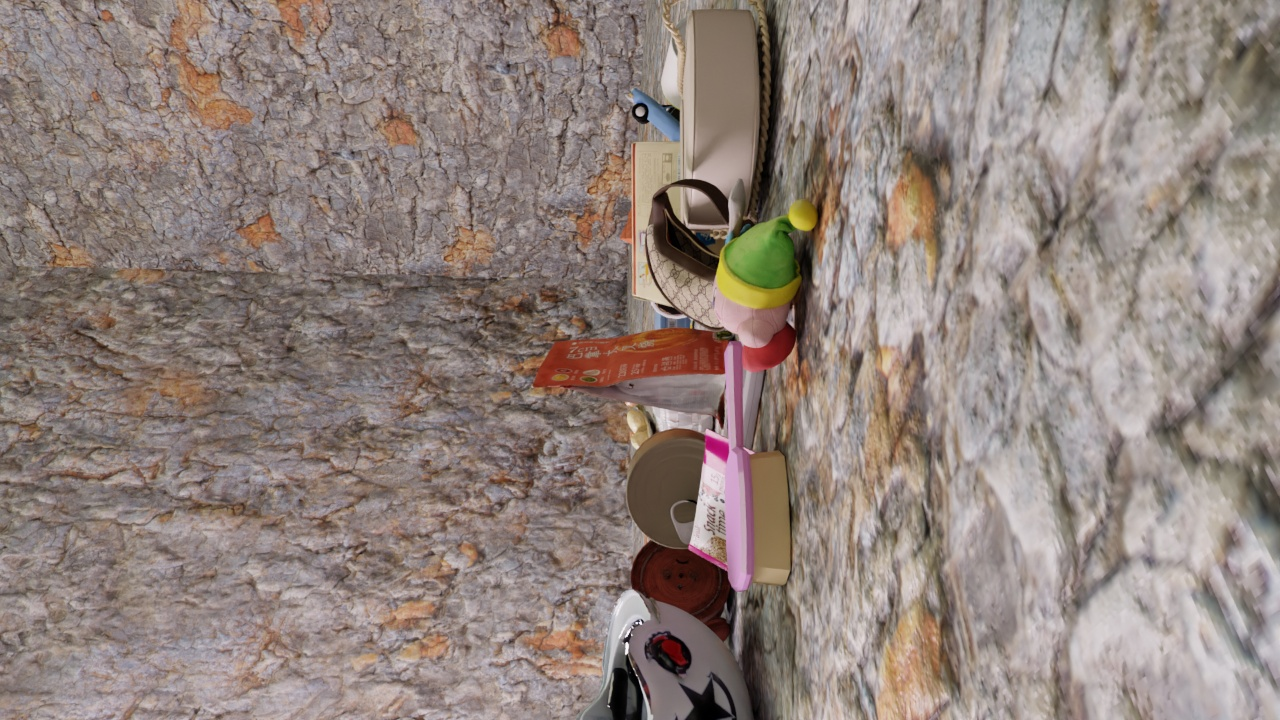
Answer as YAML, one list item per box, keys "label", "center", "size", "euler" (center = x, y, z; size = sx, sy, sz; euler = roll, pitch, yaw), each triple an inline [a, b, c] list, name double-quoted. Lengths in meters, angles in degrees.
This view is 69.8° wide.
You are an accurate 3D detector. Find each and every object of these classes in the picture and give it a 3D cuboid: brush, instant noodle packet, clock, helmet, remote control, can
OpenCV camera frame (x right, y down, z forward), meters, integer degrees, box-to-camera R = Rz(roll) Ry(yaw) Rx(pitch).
- label: "brush"
  center: [0.103, 0.092, 0.836]
  size: [0.089, 0.043, 0.228]
  euler: [102, 169, -72]
- label: "instant noodle packet"
  center: [-0.006, 0.006, 1.086]
  size: [0.164, 0.221, 0.084]
  euler: [-78, -8, -69]
- label: "clock"
  center: [0.047, 0.284, 1.089]
  size: [0.072, 0.120, 0.157]
  euler: [82, -167, -53]
- label: "helmet"
  center: [0.032, 0.372, 0.929]
  size: [0.263, 0.163, 0.237]
  euler: [-90, 17, -46]
- label: "remote control"
  center: [0.108, 0.042, 0.966]
  size: [0.074, 0.019, 0.151]
  euler: [-93, 6, -52]
- label: "can"
  center: [0.046, 0.145, 1.061]
  size: [0.073, 0.128, 0.128]
  euler: [-102, 13, -84]

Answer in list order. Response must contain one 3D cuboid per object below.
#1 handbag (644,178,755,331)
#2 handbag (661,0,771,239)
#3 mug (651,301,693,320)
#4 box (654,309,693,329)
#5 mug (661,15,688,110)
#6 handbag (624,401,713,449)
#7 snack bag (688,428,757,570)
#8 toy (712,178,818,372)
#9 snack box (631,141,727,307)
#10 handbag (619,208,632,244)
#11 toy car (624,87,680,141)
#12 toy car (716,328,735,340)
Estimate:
- label: "handbag"
  center: [0.064, -0.105, 0.887]
  size: [0.166, 0.063, 0.138]
  euler: [37, 148, 49]
- label: "handbag"
  center: [0.073, -0.250, 0.955]
  size: [0.209, 0.103, 0.210]
  euler: [89, -179, -63]
- label: "mug"
  center: [0.062, -0.110, 1.371]
  size: [0.105, 0.074, 0.089]
  euler: [51, -150, -36]
- label: "box"
  center: [0.067, -0.126, 1.495]
  size: [0.120, 0.049, 0.209]
  euler: [-5, -83, -59]
- label: "mug"
  center: [0.073, -0.374, 1.161]
  size: [0.106, 0.082, 0.082]
  euler: [113, 157, -77]
- label: "handbag"
  center: [0.038, 0.065, 1.261]
  size: [0.112, 0.123, 0.172]
  euler: [-80, -13, -71]
- label: "snack bag"
  center: [0.087, 0.153, 0.951]
  size: [0.016, 0.070, 0.197]
  euler: [-43, -29, -39]
- label: "toy"
  center: [0.104, -0.076, 0.755]
  size: [0.124, 0.097, 0.131]
  euler: [-84, -20, -46]
- label: "snack box"
  center: [0.048, -0.174, 1.172]
  size: [0.153, 0.055, 0.207]
  euler: [21, 115, 57]
- label: "handbag"
  center: [0.035, -0.222, 1.330]
  size: [0.172, 0.060, 0.109]
  euler: [15, 84, 64]
- label: "toy car"
  center: [0.044, -0.323, 1.260]
  size: [0.055, 0.153, 0.056]
  euler: [-49, 1, 11]
- label: "toy car"
  center: [0.101, -0.062, 0.985]
  size: [0.106, 0.033, 0.048]
  euler: [106, 163, -61]
